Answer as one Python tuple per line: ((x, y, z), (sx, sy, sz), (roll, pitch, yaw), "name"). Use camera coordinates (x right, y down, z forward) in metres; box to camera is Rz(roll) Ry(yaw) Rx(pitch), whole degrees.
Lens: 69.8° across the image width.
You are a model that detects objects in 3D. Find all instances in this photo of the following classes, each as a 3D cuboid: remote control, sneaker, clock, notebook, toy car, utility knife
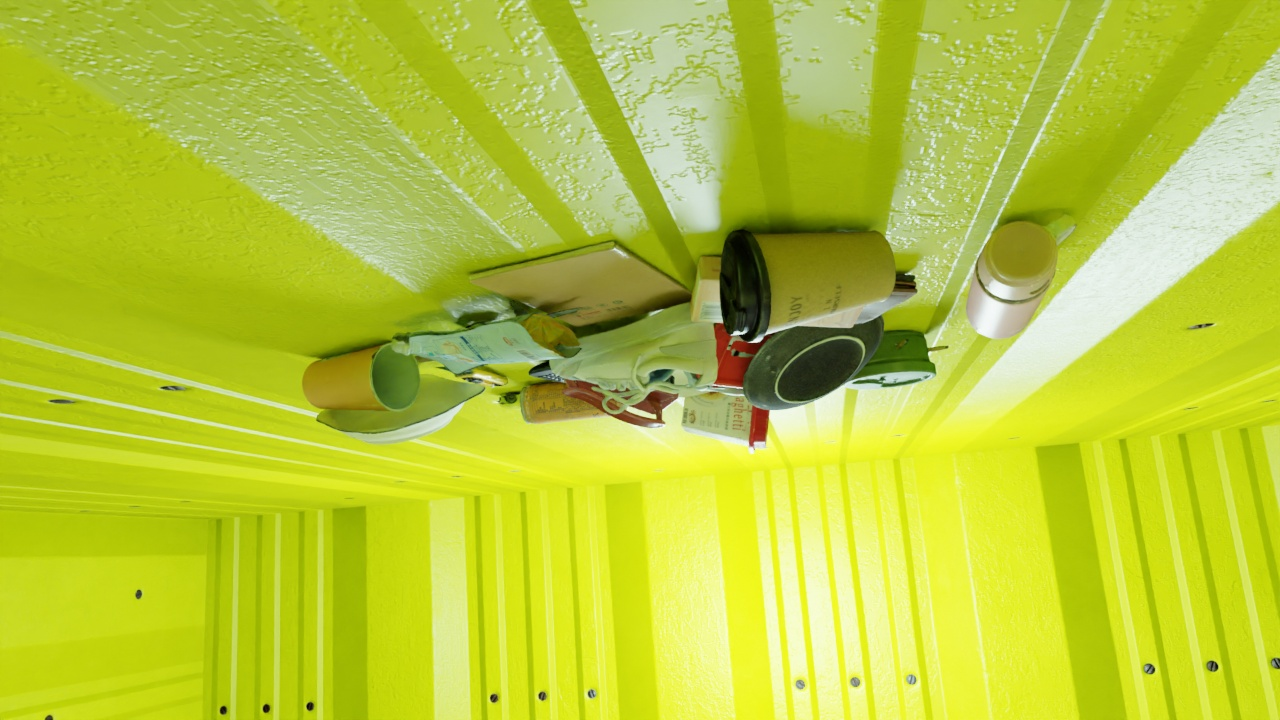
((-0.093, 0.014, 1.190), (0.053, 0.024, 0.136), (-13, 166, 29), "remote control")
((-0.006, 0.006, 0.983), (0.089, 0.090, 0.243), (-12, 178, -41), "sneaker")
((0.309, 0.004, 1.202), (0.116, 0.056, 0.162), (7, 163, -39), "clock")
((-0.044, -0.067, 0.874), (0.148, 0.008, 0.207), (-10, 166, 23), "notebook")
((-0.161, 0.064, 1.380), (0.105, 0.032, 0.048), (-4, 168, 8), "toy car")
((-0.213, 0.021, 1.161), (0.033, 0.015, 0.223), (-9, 172, 9), "utility knife")

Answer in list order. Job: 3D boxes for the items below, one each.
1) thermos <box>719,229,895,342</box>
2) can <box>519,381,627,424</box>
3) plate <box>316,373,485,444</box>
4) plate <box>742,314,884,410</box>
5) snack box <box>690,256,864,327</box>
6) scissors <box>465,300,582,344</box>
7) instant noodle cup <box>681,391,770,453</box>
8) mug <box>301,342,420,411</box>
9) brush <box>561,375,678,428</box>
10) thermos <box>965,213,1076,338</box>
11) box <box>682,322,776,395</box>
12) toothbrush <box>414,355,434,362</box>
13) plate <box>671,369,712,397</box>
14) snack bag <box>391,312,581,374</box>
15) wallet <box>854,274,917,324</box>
((0.132, -0.068, 0.759), (0.143, 0.093, 0.093), (-9, 169, -12), "thermos")
((-0.094, 0.056, 1.304), (0.146, 0.058, 0.058), (-7, 168, 11), "can")
((-0.278, 0.062, 1.081), (0.164, 0.034, 0.163), (7, -156, 44), "plate")
((0.201, 0.004, 1.046), (0.179, 0.024, 0.180), (-16, 144, -12), "plate")
((0.128, -0.062, 0.845), (0.157, 0.026, 0.085), (2, 157, -2), "snack box")
((-0.115, -0.037, 0.954), (0.182, 0.014, 0.159), (-7, 167, 35), "scissors")
((0.128, 0.071, 1.347), (0.124, 0.116, 0.116), (5, 169, 9), "instant noodle cup")
((-0.325, 0.023, 1.054), (0.123, 0.078, 0.078), (-5, 169, 29), "mug")
((-0.030, 0.035, 1.131), (0.145, 0.069, 0.063), (20, 148, -20), "brush")
((0.348, -0.078, 0.846), (0.087, 0.067, 0.198), (-38, 161, 5), "thermos")
((0.132, -0.007, 1.105), (0.201, 0.095, 0.100), (6, -158, -38), "box")
((-0.208, -0.007, 1.074), (0.190, 0.029, 0.020), (-9, 126, 17), "toothbrush")
((0.073, 0.015, 1.225), (0.164, 0.034, 0.164), (-13, 165, 34), "plate")
((-0.163, -0.015, 0.945), (0.191, 0.038, 0.110), (-6, 168, 34), "snack bag")
((0.201, -0.064, 0.923), (0.124, 0.032, 0.101), (0, 164, -20), "wallet")
